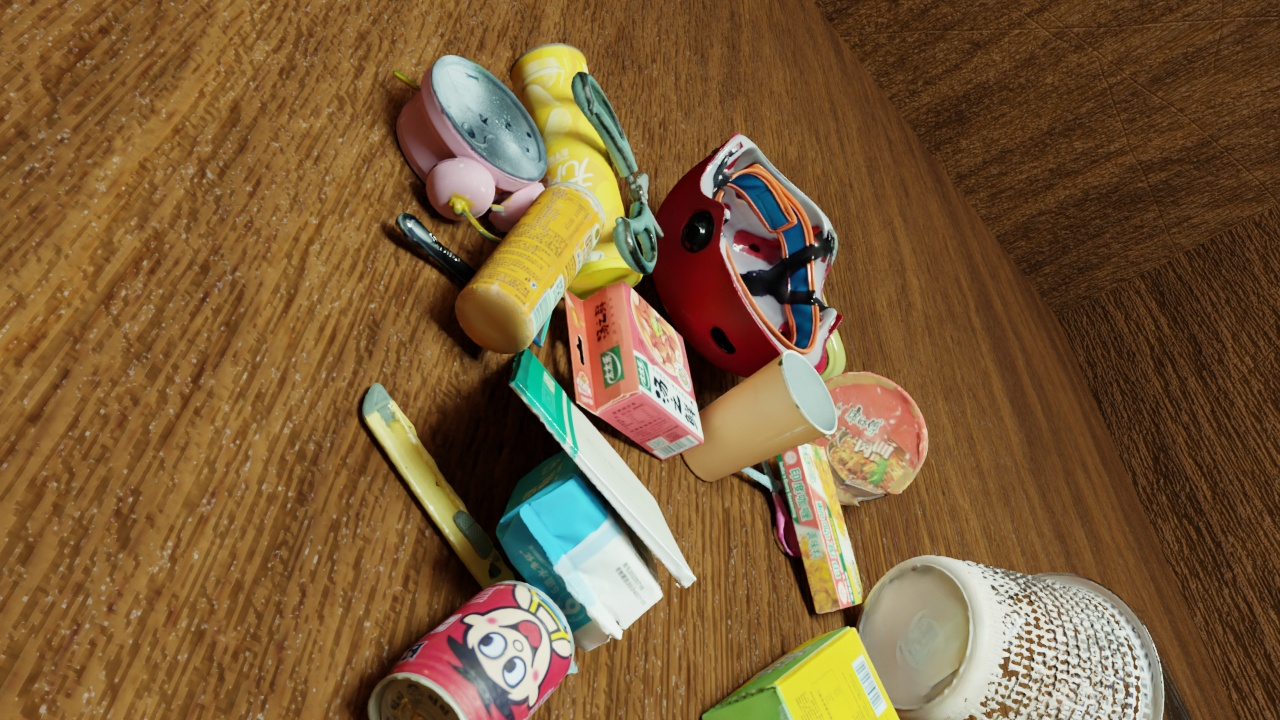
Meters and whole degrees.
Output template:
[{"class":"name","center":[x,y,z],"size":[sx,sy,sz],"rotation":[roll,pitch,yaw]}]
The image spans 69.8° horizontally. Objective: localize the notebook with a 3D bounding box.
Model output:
[{"class":"notebook","center":[-0.032,0.058,0.592],"size":[0.150,0.012,0.209],"rotation":[50,-2,-8]}]

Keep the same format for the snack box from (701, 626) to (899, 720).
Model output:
[{"class":"snack box","center":[0.147,0.318,0.661],"size":[0.157,0.070,0.210],"rotation":[-3,65,-58]}]

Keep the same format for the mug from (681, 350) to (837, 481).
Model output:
[{"class":"mug","center":[0.095,0.053,0.786],"size":[0.078,0.123,0.078],"rotation":[38,35,-33]}]

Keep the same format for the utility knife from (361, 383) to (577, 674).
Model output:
[{"class":"utility knife","center":[-0.103,0.105,0.548],"size":[0.213,0.022,0.030],"rotation":[59,35,-6]}]

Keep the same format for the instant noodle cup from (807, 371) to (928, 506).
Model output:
[{"class":"instant noodle cup","center":[0.245,0.083,0.987],"size":[0.108,0.138,0.138],"rotation":[11,52,-63]}]

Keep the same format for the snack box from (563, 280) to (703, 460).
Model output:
[{"class":"snack box","center":[-0.004,0.004,0.743],"size":[0.127,0.044,0.113],"rotation":[39,33,-48]}]

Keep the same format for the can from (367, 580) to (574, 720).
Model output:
[{"class":"can","center":[-0.084,0.161,0.463],"size":[0.066,0.067,0.093],"rotation":[58,29,1]}]

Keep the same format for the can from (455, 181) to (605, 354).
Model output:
[{"class":"can","center":[-0.076,-0.070,0.660],"size":[0.058,0.058,0.145],"rotation":[47,42,-18]}]

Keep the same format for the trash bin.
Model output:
[{"class":"trash bin","center":[0.314,0.278,0.838],"size":[0.192,0.228,0.227],"rotation":[26,40,-25]}]

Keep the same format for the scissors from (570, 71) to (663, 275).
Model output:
[{"class":"scissors","center":[-0.018,-0.154,0.743],"size":[0.170,0.019,0.179],"rotation":[-75,142,-62]}]

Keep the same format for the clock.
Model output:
[{"class":"clock","center":[-0.127,-0.158,0.717],"size":[0.117,0.060,0.158],"rotation":[4,57,-57]}]

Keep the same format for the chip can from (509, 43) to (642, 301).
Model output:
[{"class":"chip can","center":[-0.057,-0.160,0.784],"size":[0.072,0.072,0.213],"rotation":[8,63,-54]}]

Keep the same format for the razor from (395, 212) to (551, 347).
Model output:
[{"class":"razor","center":[-0.122,-0.060,0.667],"size":[0.142,0.022,0.042],"rotation":[38,45,-34]}]

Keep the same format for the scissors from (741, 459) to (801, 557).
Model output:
[{"class":"scissors","center":[0.130,0.127,0.874],"size":[0.133,0.017,0.135],"rotation":[32,43,-45]}]

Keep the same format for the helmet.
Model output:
[{"class":"helmet","center":[0.090,-0.079,0.892],"size":[0.207,0.144,0.239],"rotation":[32,49,-39]}]

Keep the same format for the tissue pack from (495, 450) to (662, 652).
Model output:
[{"class":"tissue pack","center":[-0.039,0.108,0.550],"size":[0.090,0.063,0.140],"rotation":[54,-1,-5]}]

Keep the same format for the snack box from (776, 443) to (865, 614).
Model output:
[{"class":"snack box","center":[0.170,0.157,0.870],"size":[0.077,0.027,0.155],"rotation":[15,58,-59]}]

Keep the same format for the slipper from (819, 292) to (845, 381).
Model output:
[{"class":"slipper","center":[0.162,-0.051,1.030],"size":[0.190,0.092,0.081],"rotation":[62,31,1]}]
